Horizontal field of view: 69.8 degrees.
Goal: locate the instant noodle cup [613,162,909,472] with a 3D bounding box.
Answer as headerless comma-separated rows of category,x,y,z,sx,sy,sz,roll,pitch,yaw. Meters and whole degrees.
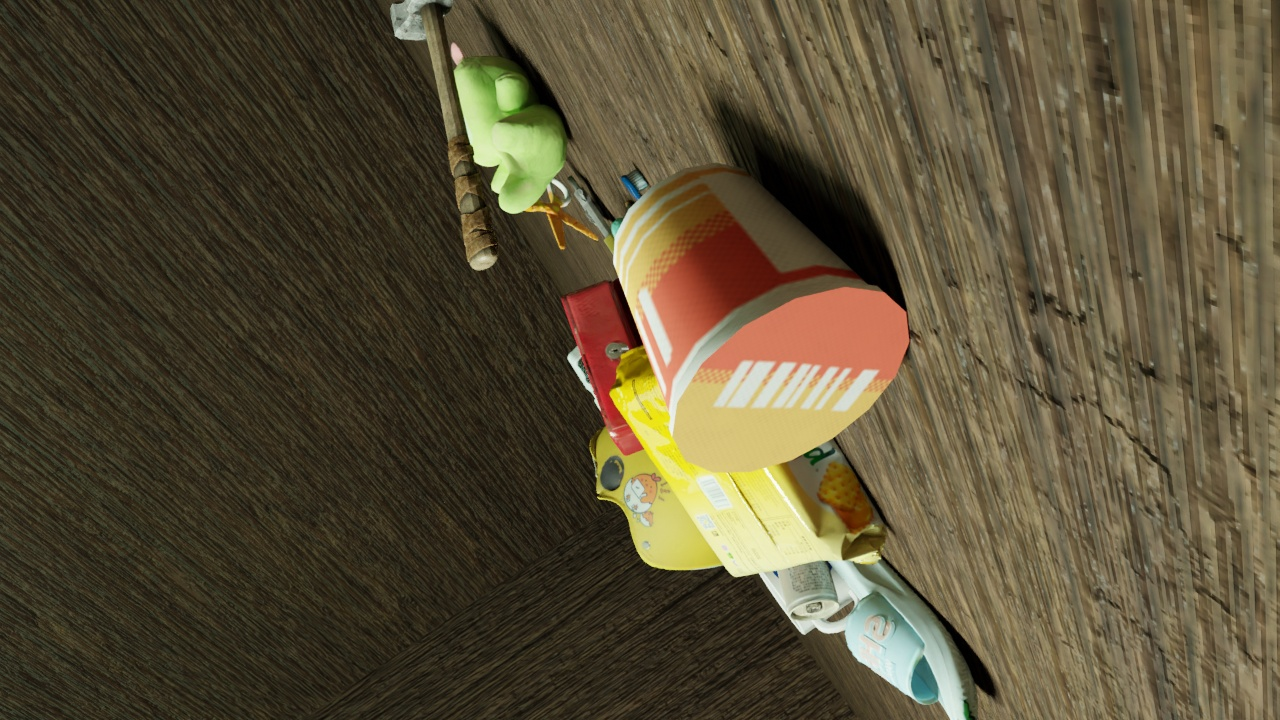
instant noodle cup,0.051,-0.029,0.475,0.121,0.123,0.123,62,180,38

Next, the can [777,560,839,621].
can,0.166,0.200,0.966,0.054,0.054,0.135,62,-165,-53

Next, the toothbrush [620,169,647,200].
toothbrush,0.029,-0.106,0.762,0.135,0.017,0.021,53,179,11

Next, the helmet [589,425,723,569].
helmet,0.060,0.116,1.077,0.208,0.140,0.240,0,-135,-45

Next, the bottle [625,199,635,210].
bottle,0.016,-0.107,0.804,0.106,0.025,0.025,53,175,31

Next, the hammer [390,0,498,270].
hammer,-0.187,-0.247,0.920,0.122,0.048,0.318,-26,75,56

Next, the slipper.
slipper,0.219,0.240,0.839,0.104,0.074,0.245,58,177,-38

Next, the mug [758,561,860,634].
mug,0.197,0.248,1.011,0.121,0.090,0.091,51,173,50

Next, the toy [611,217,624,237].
toy,0.006,-0.107,0.891,0.085,0.033,0.105,46,-179,-33

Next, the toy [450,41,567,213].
toy,-0.145,-0.255,0.990,0.150,0.107,0.196,92,158,-49

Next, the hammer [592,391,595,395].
hammer,0.017,0.008,1.110,0.040,0.132,0.306,54,169,0

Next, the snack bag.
snack bag,0.078,0.078,0.764,0.160,0.068,0.247,-23,103,52

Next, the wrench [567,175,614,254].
wrench,-0.021,-0.121,1.040,0.273,0.018,0.083,57,-178,34

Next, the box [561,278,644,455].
box,-0.011,0.007,0.910,0.129,0.092,0.157,79,168,-75

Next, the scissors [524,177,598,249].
scissors,-0.100,-0.177,1.065,0.125,0.011,0.127,32,-141,-11

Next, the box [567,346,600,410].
box,-0.017,0.012,1.287,0.041,0.134,0.197,43,169,35
